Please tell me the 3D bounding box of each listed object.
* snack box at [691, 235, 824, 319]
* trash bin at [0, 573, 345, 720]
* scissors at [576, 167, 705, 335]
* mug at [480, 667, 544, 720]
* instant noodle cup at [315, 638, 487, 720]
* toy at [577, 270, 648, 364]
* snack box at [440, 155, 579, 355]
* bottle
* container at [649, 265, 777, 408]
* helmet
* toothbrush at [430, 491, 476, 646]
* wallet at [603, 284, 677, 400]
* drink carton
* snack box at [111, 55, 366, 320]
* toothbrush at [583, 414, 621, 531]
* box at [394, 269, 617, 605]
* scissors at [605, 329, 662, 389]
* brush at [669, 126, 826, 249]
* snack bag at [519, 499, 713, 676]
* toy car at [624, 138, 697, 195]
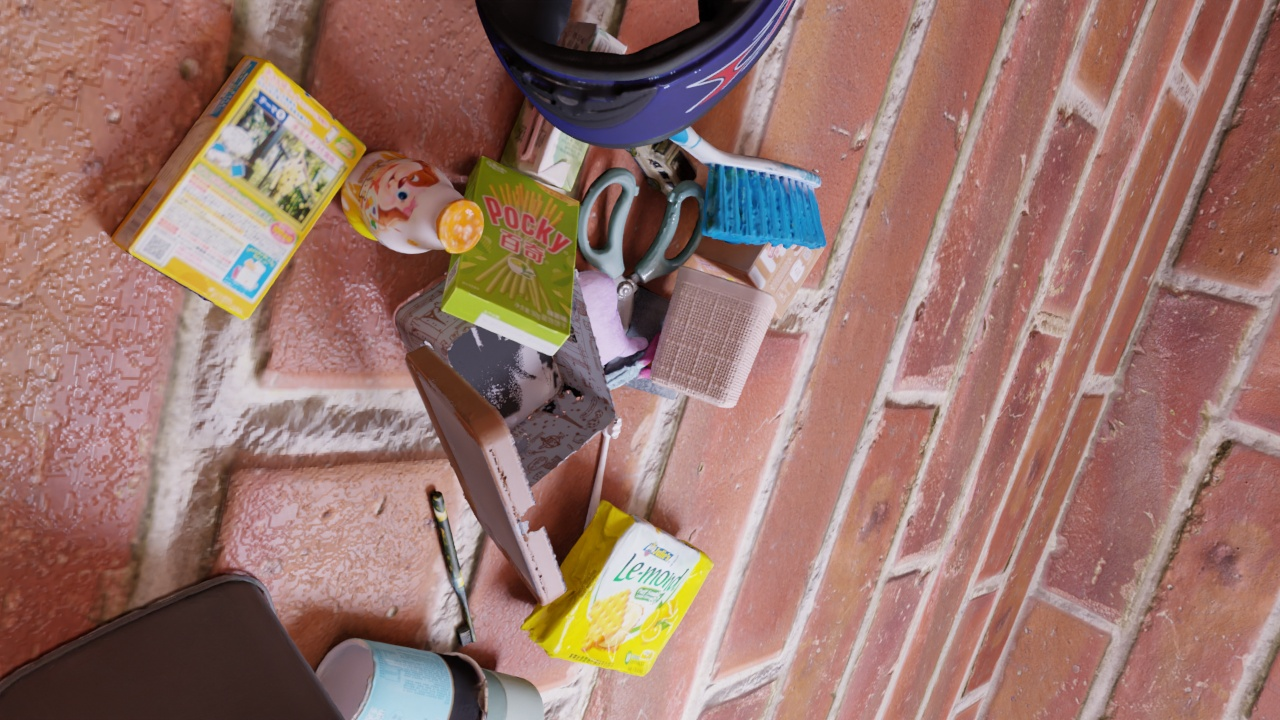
[{"bbox_3d":[0.121,-0.112,0.942,0.092,0.077,0.094,-57,142,-9],"label":"snack box"},{"bbox_3d":[-0.278,0.293,0.602,0.198,0.220,0.199,-25,126,-39],"label":"trash bin"},{"bbox_3d":[-0.020,-0.096,0.826,0.161,0.019,0.179,22,109,-36],"label":"scissors"},{"bbox_3d":[-0.166,0.344,0.874,0.112,0.082,0.106,-35,143,14],"label":"mug"},{"bbox_3d":[-0.208,0.287,0.775,0.120,0.111,0.111,41,78,-43],"label":"instant noodle cup"},{"bbox_3d":[-0.041,-0.035,0.826,0.083,0.039,0.108,-25,126,-9],"label":"toy"},{"bbox_3d":[-0.089,-0.079,0.658,0.085,0.156,0.026,24,130,-22],"label":"snack box"},{"bbox_3d":[-0.151,-0.102,0.614,0.063,0.108,0.063,-26,127,-39],"label":"bottle"},{"bbox_3d":[0.066,-0.018,0.862,0.090,0.090,0.111,16,93,-77],"label":"container"},{"bbox_3d":[-0.002,-0.315,0.548,0.315,0.247,0.240,-68,160,-9],"label":"helmet"},{"bbox_3d":[-0.171,0.193,0.832,0.017,0.012,0.186,-23,127,-26],"label":"toothbrush"},{"bbox_3d":[0.014,-0.016,0.924,0.120,0.019,0.097,19,93,-50],"label":"wallet"},{"bbox_3d":[-0.061,-0.197,0.709,0.045,0.053,0.122,19,95,-49],"label":"drink carton"},{"bbox_3d":[-0.244,-0.105,0.569,0.140,0.034,0.087,-57,141,-7],"label":"snack box"},{"bbox_3d":[-0.042,0.137,0.942,0.016,0.016,0.180,-7,117,-43],"label":"toothbrush"},{"bbox_3d":[-0.079,0.033,0.712,0.157,0.217,0.181,-29,129,-20],"label":"box"},{"bbox_3d":[-0.007,0.003,0.888,0.136,0.017,0.072,-14,117,-37],"label":"scissors"},{"bbox_3d":[0.059,-0.158,0.772,0.313,0.061,0.109,0,96,-45],"label":"brush"},{"bbox_3d":[-0.021,0.243,0.972,0.158,0.068,0.246,-57,146,-6],"label":"snack bag"},{"bbox_3d":[0.018,-0.186,0.820,0.042,0.035,0.090,-57,139,-11],"label":"toy car"}]
